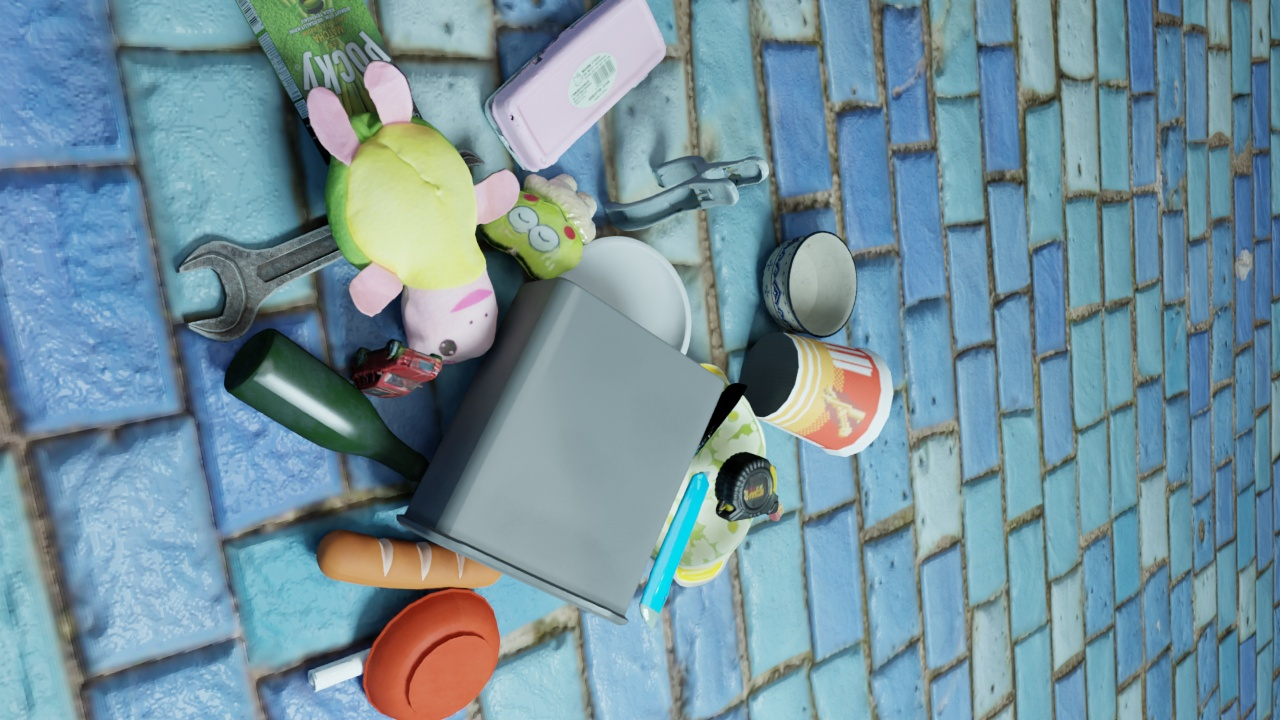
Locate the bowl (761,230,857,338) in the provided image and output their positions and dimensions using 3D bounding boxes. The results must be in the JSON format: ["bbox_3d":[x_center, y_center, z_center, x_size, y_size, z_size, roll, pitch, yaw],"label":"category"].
[{"bbox_3d":[0.180,-0.083,1.014,0.115,0.059,0.115,-3,95,-39],"label":"bowl"}]

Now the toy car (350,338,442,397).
[{"bbox_3d":[-0.189,0.007,0.702,0.042,0.091,0.036,22,65,-38],"label":"toy car"}]

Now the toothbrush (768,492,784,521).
[{"bbox_3d":[0.117,0.102,1.006,0.015,0.015,0.184,-43,117,-32],"label":"toothbrush"}]

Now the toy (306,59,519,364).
[{"bbox_3d":[-0.170,-0.103,0.697,0.189,0.088,0.238,-54,134,-41],"label":"toy"}]

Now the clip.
[{"bbox_3d":[0.021,-0.139,0.822,0.143,0.172,0.029,-39,115,-20],"label":"clip"}]

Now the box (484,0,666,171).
[{"bbox_3d":[-0.054,-0.254,0.831,0.201,0.045,0.086,-50,126,-26],"label":"box"}]

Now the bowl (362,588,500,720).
[{"bbox_3d":[-0.163,0.251,0.754,0.121,0.035,0.122,-18,120,-34],"label":"bowl"}]

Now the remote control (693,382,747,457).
[{"bbox_3d":[0.049,0.076,0.861,0.020,0.041,0.151,38,62,11],"label":"remote control"}]

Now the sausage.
[{"bbox_3d":[-0.184,0.164,0.747,0.164,0.039,0.045,15,124,-40],"label":"sausage"}]

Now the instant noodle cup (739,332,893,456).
[{"bbox_3d":[0.183,0.030,0.993,0.121,0.124,0.123,17,82,-31],"label":"instant noodle cup"}]

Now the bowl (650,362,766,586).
[{"bbox_3d":[0.041,0.111,0.915,0.188,0.060,0.219,-4,94,-38],"label":"bowl"}]

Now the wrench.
[{"bbox_3d":[-0.227,-0.098,0.716,0.272,0.010,0.070,-33,113,-33],"label":"wrench"}]

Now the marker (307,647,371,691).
[{"bbox_3d":[-0.204,0.238,0.751,0.133,0.020,0.017,-11,63,-38],"label":"marker"}]

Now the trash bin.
[{"bbox_3d":[-0.058,0.074,0.752,0.191,0.098,0.219,32,74,-27],"label":"trash bin"}]

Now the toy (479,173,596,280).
[{"bbox_3d":[-0.082,-0.122,0.803,0.092,0.046,0.115,39,52,-1],"label":"toy"}]

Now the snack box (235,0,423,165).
[{"bbox_3d":[-0.235,-0.233,0.690,0.080,0.025,0.147,-38,115,-31],"label":"snack box"}]

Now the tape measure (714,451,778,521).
[{"bbox_3d":[0.102,0.122,0.904,0.067,0.038,0.063,-8,106,-36],"label":"tape measure"}]

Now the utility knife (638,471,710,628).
[{"bbox_3d":[0.033,0.173,0.865,0.031,0.015,0.158,39,68,-36],"label":"utility knife"}]

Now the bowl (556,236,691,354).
[{"bbox_3d":[-0.025,-0.038,0.857,0.149,0.043,0.149,3,85,-31],"label":"bowl"}]

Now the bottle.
[{"bbox_3d":[-0.227,0.045,0.699,0.174,0.055,0.055,43,67,-37],"label":"bottle"}]
